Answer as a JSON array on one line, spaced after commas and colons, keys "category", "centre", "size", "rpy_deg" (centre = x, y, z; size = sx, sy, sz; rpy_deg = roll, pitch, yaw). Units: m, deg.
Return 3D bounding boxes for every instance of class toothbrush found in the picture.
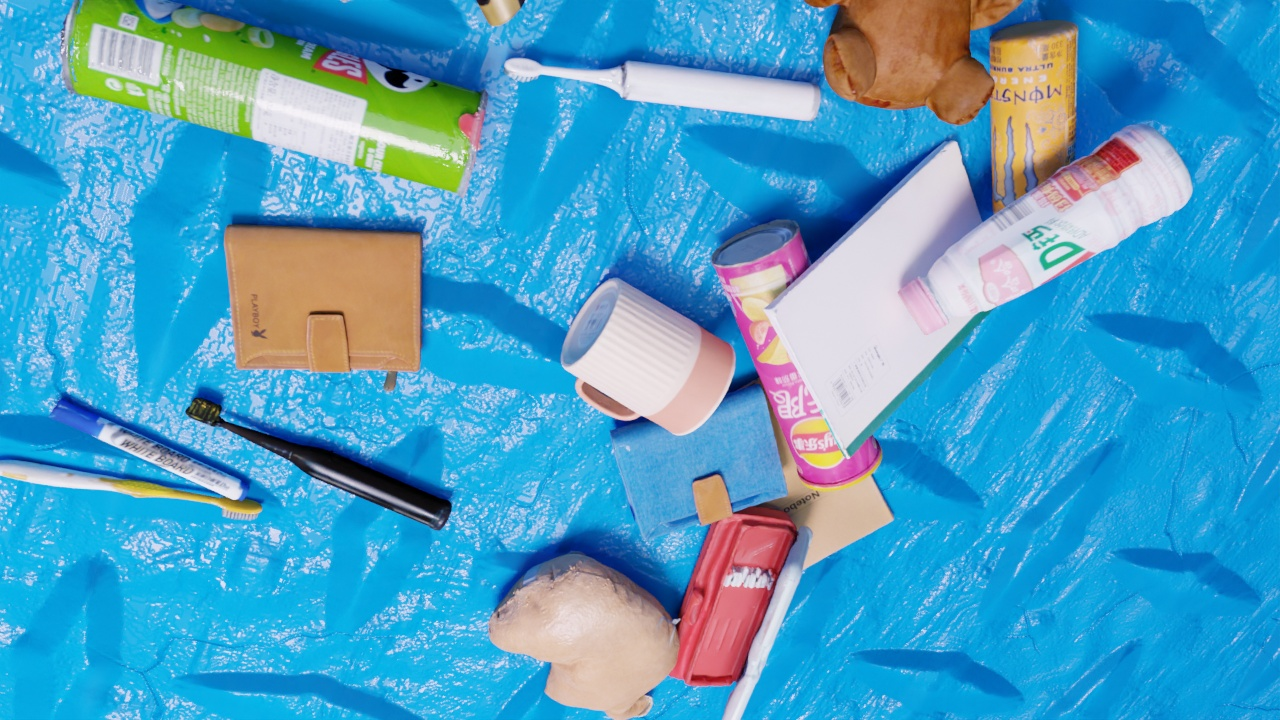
[{"category": "toothbrush", "centre": [-0.390, 0.100, 0.701], "size": [0.191, 0.016, 0.018], "rpy_deg": [13, 121, -18]}, {"category": "toothbrush", "centre": [0.017, -0.189, 0.631], "size": [0.221, 0.026, 0.026], "rpy_deg": [3, 77, -13]}, {"category": "toothbrush", "centre": [-0.246, 0.081, 0.714], "size": [0.212, 0.026, 0.027], "rpy_deg": [29, 120, -22]}]

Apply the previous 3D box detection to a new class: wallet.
[{"category": "wallet", "centre": [-0.223, -0.037, 0.659], "size": [0.130, 0.035, 0.119], "rpy_deg": [0, 110, -11]}, {"category": "wallet", "centre": [0.049, 0.086, 0.761], "size": [0.133, 0.040, 0.106], "rpy_deg": [-17, 113, -2]}]

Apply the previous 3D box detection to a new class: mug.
[{"category": "mug", "centre": [-0.004, 0.004, 0.701], "size": [0.106, 0.081, 0.115], "rpy_deg": [31, 136, -21]}]

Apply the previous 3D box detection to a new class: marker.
[{"category": "marker", "centre": [-0.365, 0.069, 0.689], "size": [0.145, 0.017, 0.017], "rpy_deg": [32, 106, -24]}]

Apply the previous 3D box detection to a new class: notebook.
[{"category": "notebook", "centre": [0.196, -0.046, 0.700], "size": [0.208, 0.012, 0.150], "rpy_deg": [-42, 119, -18]}, {"category": "notebook", "centre": [0.124, 0.106, 0.811], "size": [0.148, 0.008, 0.208], "rpy_deg": [-30, 118, 5]}]

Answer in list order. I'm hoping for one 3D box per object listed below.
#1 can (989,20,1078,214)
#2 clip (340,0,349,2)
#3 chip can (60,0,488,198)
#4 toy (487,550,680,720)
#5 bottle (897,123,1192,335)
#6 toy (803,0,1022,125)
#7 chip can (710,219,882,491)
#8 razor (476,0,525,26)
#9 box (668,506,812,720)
[{"category": "can", "centre": [0.290, -0.171, 0.678], "size": [0.058, 0.058, 0.146], "rpy_deg": [-15, 118, -4]}, {"category": "clip", "centre": [-0.163, -0.240, 0.572], "size": [0.057, 0.024, 0.028], "rpy_deg": [-14, 114, 0]}, {"category": "chip can", "centre": [-0.217, -0.166, 0.570], "size": [0.236, 0.072, 0.072], "rpy_deg": [12, 113, -16]}, {"category": "toy", "centre": [-0.030, 0.261, 0.821], "size": [0.144, 0.082, 0.226], "rpy_deg": [-25, 121, 19]}, {"category": "bottle", "centre": [0.280, -0.085, 0.652], "size": [0.197, 0.068, 0.068], "rpy_deg": [-34, 118, 15]}, {"category": "toy", "centre": [0.180, -0.260, 0.583], "size": [0.140, 0.130, 0.200], "rpy_deg": [9, 104, -9]}, {"category": "chip can", "centre": [0.124, -0.001, 0.714], "size": [0.071, 0.071, 0.210], "rpy_deg": [-25, 114, 1]}, {"category": "razor", "centre": [-0.113, -0.284, 0.545], "size": [0.067, 0.062, 0.167], "rpy_deg": [-41, 128, -26]}, {"category": "box", "centre": [0.092, 0.234, 0.809], "size": [0.095, 0.099, 0.202], "rpy_deg": [9, 117, -13]}]
